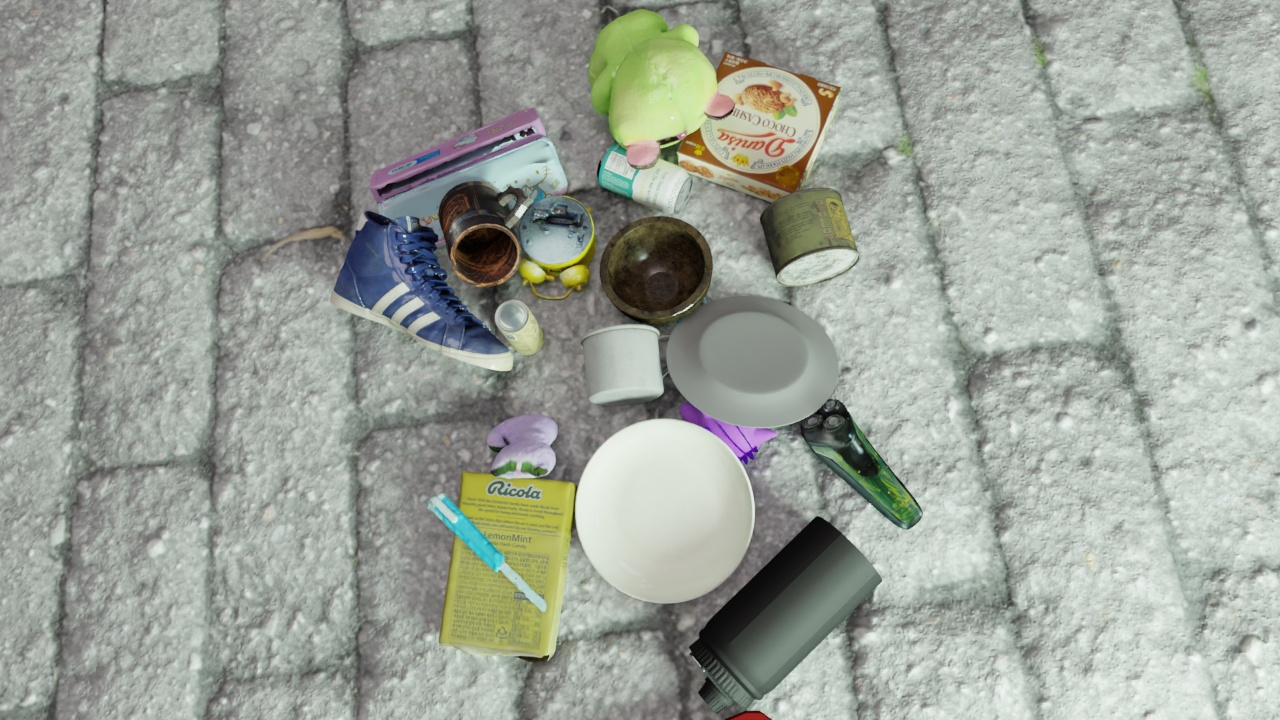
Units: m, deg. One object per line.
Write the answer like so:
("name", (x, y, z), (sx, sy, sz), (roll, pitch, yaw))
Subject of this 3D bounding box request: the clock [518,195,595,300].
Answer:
("clock", (-0.093, -0.124, 1.022), (0.083, 0.057, 0.118), (7, 74, 8))

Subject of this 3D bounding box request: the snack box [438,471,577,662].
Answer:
("snack box", (-0.134, 0.208, 0.936), (0.121, 0.045, 0.180), (4, 76, 10))

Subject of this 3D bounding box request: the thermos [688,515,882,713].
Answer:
("thermos", (0.128, 0.248, 0.873), (0.198, 0.086, 0.086), (-42, 74, -7))

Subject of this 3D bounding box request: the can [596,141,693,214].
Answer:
("can", (0.005, -0.205, 1.036), (0.102, 0.055, 0.055), (25, 78, 13))

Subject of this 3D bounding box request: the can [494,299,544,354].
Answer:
("can", (-0.129, -0.034, 0.987), (0.038, 0.079, 0.038), (-2, 73, 6))

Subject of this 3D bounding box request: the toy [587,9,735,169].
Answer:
("toy", (0.011, -0.316, 1.025), (0.150, 0.107, 0.196), (-31, 46, -2))

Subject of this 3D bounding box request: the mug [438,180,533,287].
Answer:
("mug", (-0.163, -0.150, 0.993), (0.116, 0.080, 0.107), (-48, 34, 16))

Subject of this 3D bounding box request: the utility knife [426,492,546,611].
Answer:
("utility knife", (-0.153, 0.191, 0.909), (0.167, 0.015, 0.022), (41, 86, 20))

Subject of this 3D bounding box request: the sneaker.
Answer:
("sneaker", (-0.222, -0.085, 0.991), (0.233, 0.091, 0.118), (22, 101, 21))

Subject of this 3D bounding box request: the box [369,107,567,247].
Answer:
("box", (-0.199, -0.208, 1.074), (0.214, 0.091, 0.090), (-23, 30, -1))

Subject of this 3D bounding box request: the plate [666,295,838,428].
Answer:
("plate", (0.116, -0.006, 0.949), (0.178, 0.012, 0.178), (0, 50, -1))

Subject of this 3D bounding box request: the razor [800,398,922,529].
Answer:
("razor", (0.224, 0.106, 0.917), (0.054, 0.067, 0.151), (-41, 82, -5))

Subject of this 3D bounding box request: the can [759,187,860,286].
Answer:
("can", (0.179, -0.131, 0.977), (0.090, 0.090, 0.074), (-13, 72, 2))

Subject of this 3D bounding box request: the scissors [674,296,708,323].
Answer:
("scissors", (0.101, -0.020, 0.995), (0.118, 0.013, 0.139), (-22, 71, 0))

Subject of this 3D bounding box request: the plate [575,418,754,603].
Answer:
("plate", (0.026, 0.151, 0.929), (0.182, 0.034, 0.182), (-2, 83, 12))

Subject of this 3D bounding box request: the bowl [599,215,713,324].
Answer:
("bowl", (0.020, -0.090, 0.999), (0.121, 0.056, 0.121), (-3, 70, 8))

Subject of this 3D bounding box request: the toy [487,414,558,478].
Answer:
("toy", (-0.125, 0.092, 0.954), (0.080, 0.036, 0.099), (-5, 30, 7))

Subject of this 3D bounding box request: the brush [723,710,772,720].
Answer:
("brush", (0.059, 0.393, 0.861), (0.173, 0.042, 0.082), (-23, 73, -1))

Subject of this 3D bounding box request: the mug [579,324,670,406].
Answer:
("mug", (-0.006, 0.006, 0.969), (0.113, 0.084, 0.070), (1, 73, -27))

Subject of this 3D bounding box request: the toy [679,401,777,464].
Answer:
("toy", (0.089, 0.066, 0.945), (0.106, 0.055, 0.088), (-40, 86, 19))

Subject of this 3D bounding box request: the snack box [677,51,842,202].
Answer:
("snack box", (0.135, -0.263, 1.045), (0.143, 0.041, 0.146), (22, 77, 12))
